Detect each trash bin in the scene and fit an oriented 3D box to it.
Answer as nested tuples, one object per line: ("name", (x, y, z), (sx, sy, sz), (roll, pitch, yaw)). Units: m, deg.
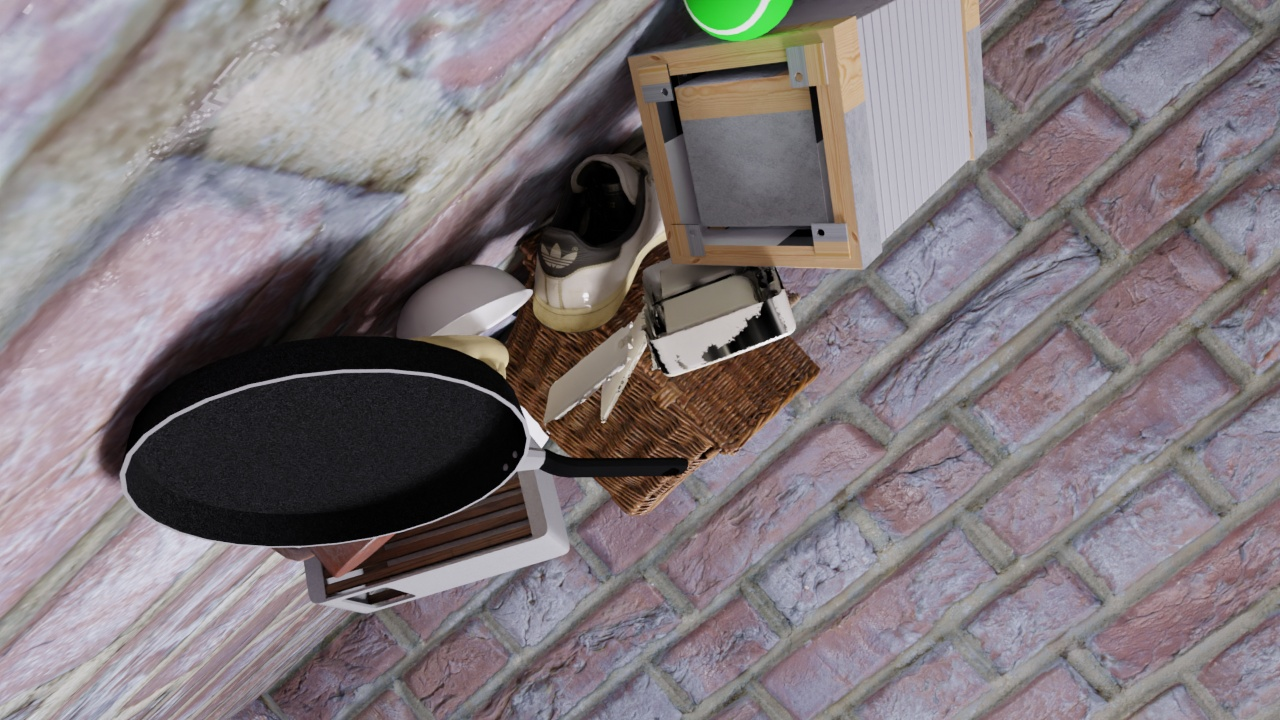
("trash bin", (-0.201, 0.160, 0.909), (0.229, 0.114, 0.114), (-17, 160, 1))
("trash bin", (0.132, -0.180, 0.652), (0.143, 0.142, 0.246), (6, -149, 37))

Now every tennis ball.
("tennis ball", (0.054, -0.211, 0.507), (0.065, 0.065, 0.065), (-42, 177, -3))

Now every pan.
("pan", (-0.123, 0.058, 0.579), (0.355, 0.034, 0.226), (3, 146, -30))

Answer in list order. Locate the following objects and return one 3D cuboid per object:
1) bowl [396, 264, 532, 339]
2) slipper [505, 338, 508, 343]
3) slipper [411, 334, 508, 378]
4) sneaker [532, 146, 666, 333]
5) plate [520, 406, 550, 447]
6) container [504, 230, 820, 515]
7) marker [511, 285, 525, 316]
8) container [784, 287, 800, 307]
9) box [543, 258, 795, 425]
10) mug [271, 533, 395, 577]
("bowl", (-0.137, -0.041, 0.670), (0.110, 0.040, 0.110), (-30, 178, -1))
("slipper", (-0.142, -0.004, 1.060), (0.294, 0.060, 0.118), (-19, 155, -48))
("slipper", (-0.150, 0.035, 0.672), (0.111, 0.079, 0.261), (-27, 178, 1))
("sneaker", (-0.014, -0.132, 0.728), (0.240, 0.089, 0.102), (-56, 153, -36))
("plate", (-0.171, 0.093, 1.002), (0.188, 0.016, 0.189), (-24, 143, -20))
("container", (-0.005, 0.005, 0.845), (0.161, 0.250, 0.184), (-35, 166, -45))
("marker", (-0.105, -0.077, 0.896), (0.011, 0.011, 0.152), (-40, 177, -31))
("container", (0.060, -0.078, 1.202), (0.227, 0.196, 0.227), (-42, 177, -3))
("box", (0.021, -0.021, 0.647), (0.186, 0.066, 0.145), (-38, -161, 18))
("mug", (-0.278, 0.135, 0.811), (0.123, 0.110, 0.096), (-43, 172, 12))
